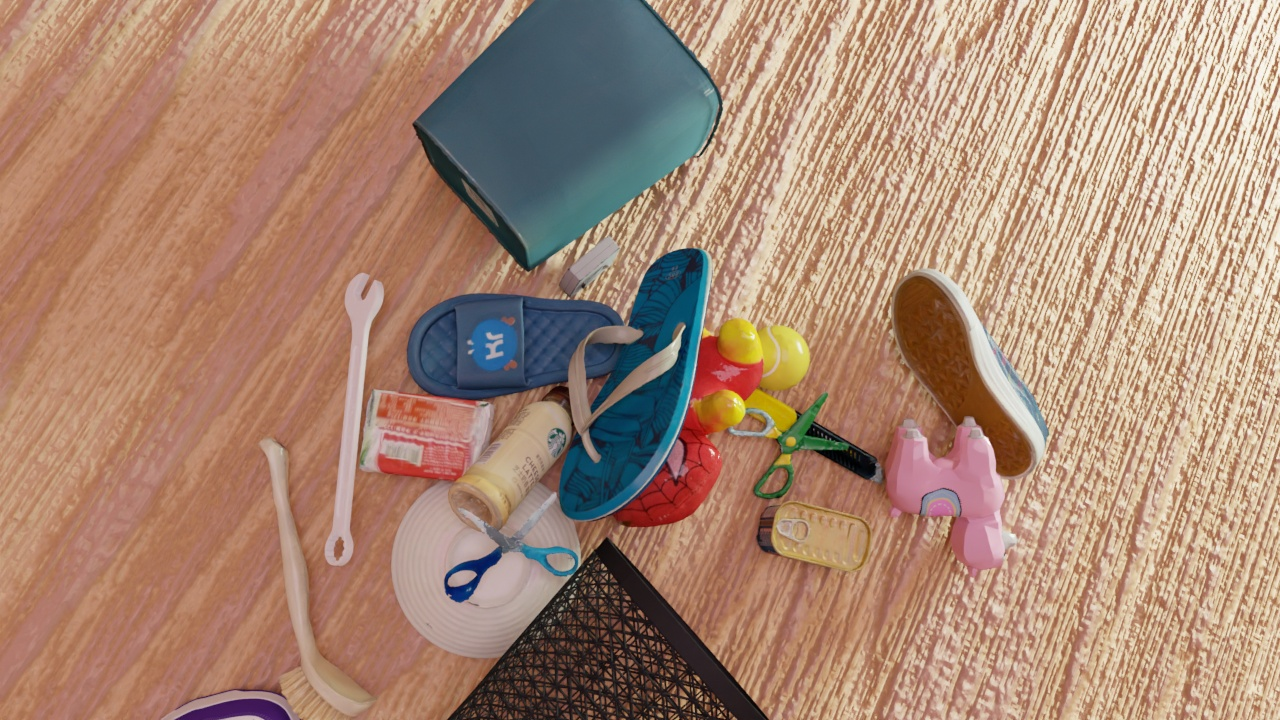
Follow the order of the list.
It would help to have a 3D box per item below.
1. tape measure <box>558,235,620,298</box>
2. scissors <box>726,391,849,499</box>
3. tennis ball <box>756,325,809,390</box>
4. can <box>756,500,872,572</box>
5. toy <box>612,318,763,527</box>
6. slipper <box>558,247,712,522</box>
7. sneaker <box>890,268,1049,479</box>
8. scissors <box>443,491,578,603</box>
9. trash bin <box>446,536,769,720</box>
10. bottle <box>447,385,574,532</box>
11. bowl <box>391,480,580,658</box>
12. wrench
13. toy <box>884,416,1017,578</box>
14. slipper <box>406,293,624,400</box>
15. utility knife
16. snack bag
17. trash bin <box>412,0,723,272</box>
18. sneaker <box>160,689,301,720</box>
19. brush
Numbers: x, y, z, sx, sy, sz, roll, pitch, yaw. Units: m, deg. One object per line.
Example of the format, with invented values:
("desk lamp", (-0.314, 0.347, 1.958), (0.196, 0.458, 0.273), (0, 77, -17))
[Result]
("tape measure", (-0.049, -0.090, 0.903), (0.062, 0.060, 0.020), (-41, 89, -15))
("scissors", (0.143, 0.077, 0.917), (0.127, 0.011, 0.125), (36, 91, -6))
("tennis ball", (0.136, -0.002, 0.916), (0.065, 0.065, 0.065), (2, 80, -10))
("can", (0.167, 0.171, 0.894), (0.100, 0.059, 0.054), (15, 78, -7))
("toy", (0.037, 0.061, 0.862), (0.098, 0.148, 0.216), (35, 73, -31))
("slipper", (-0.005, 0.005, 0.831), (0.060, 0.118, 0.294), (46, 52, -42))
("sneaker", (0.345, 0.008, 0.955), (0.079, 0.088, 0.235), (-24, 83, -44))
("scissors", (-0.111, 0.163, 0.778), (0.133, 0.014, 0.127), (-41, 122, 5))
("trash bin", (-0.046, 0.312, 0.766), (0.243, 0.217, 0.217), (-42, 89, -7))
("bottle", (-0.106, 0.084, 0.834), (0.056, 0.057, 0.161), (40, 45, -1))
("bowl", (-0.139, 0.184, 0.834), (0.177, 0.071, 0.177), (2, 80, -9))
("wrench", (-0.265, 0.049, 0.844), (0.047, 0.009, 0.273), (-9, 73, 34))
("toy", (0.310, 0.137, 0.918), (0.123, 0.067, 0.157), (-4, 102, 12))
("slipper", (-0.116, -0.021, 0.881), (0.213, 0.059, 0.103), (-6, 79, -12))
("utility knife", (0.177, 0.078, 0.933), (0.174, 0.020, 0.029), (31, 97, -4))
("snack bag", (-0.197, 0.071, 0.850), (0.116, 0.036, 0.077), (6, 78, 6))
("trash bin", (-0.074, -0.218, 0.862), (0.218, 0.197, 0.199), (-42, 88, -8))
("sneaker", (-0.402, 0.349, 0.739), (0.244, 0.111, 0.092), (-28, 86, -13))
("brush", (-0.302, 0.198, 0.817), (0.077, 0.062, 0.272), (-16, 79, -17))
